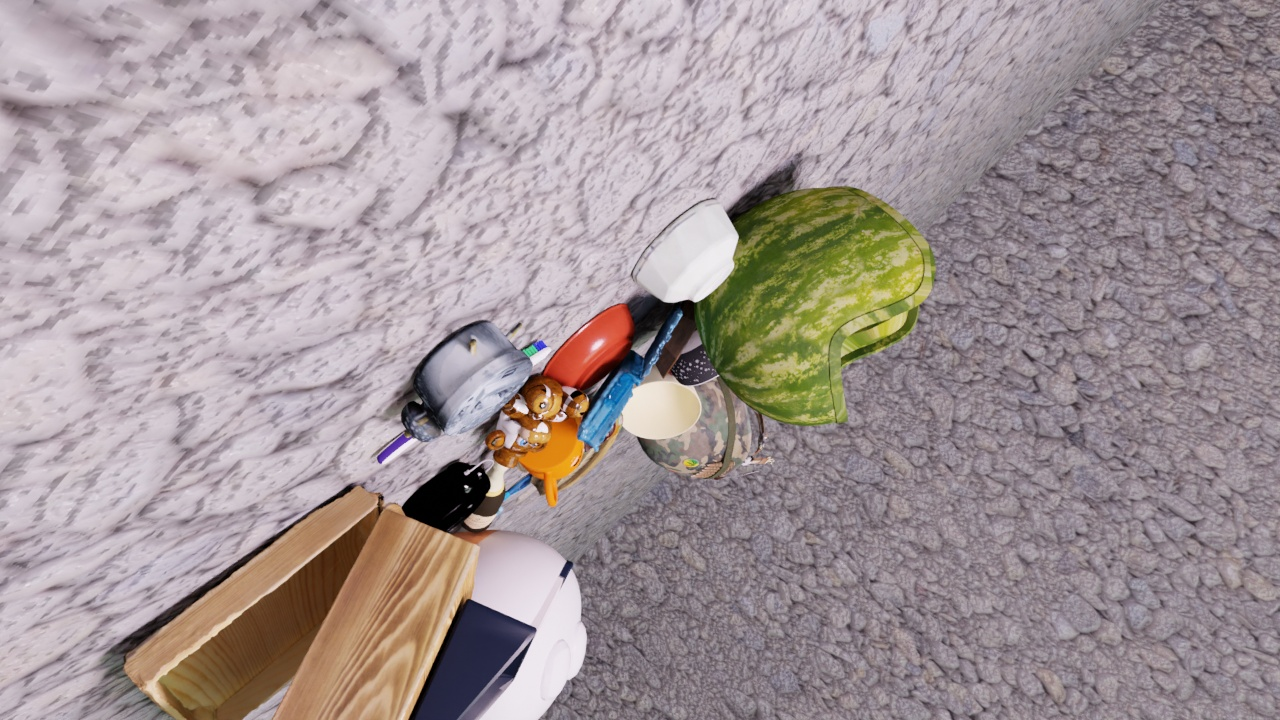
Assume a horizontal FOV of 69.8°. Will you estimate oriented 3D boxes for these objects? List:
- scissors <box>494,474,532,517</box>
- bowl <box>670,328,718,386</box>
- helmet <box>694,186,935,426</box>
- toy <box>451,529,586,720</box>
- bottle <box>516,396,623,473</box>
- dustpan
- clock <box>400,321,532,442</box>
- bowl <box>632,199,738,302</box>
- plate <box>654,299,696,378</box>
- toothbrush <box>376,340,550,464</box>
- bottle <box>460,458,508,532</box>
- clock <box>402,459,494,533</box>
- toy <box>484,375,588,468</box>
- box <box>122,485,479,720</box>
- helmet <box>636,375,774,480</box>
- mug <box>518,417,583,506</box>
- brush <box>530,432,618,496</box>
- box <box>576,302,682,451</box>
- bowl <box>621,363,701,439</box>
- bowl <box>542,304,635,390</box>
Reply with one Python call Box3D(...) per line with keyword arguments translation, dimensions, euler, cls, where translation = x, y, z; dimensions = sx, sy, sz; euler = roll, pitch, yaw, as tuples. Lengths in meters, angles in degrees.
Box3D(translation=(-0.196, 0.196, 1.312), dimensions=(0.127, 0.012, 0.137), euler=(-40, 167, -9), cls="scissors")
Box3D(translation=(0.080, -0.030, 1.230), dimensions=(0.120, 0.066, 0.120), euler=(-32, -157, 15), cls="bowl")
Box3D(translation=(0.178, -0.062, 1.011), dimensions=(0.247, 0.243, 0.213), euler=(-47, 166, 0), cls="helmet")
Box3D(translation=(-0.213, 0.347, 1.176), dimensions=(0.262, 0.281, 0.266), euler=(-7, 107, -75), cls="toy")
Box3D(translation=(-0.092, 0.095, 1.158), dimensions=(0.166, 0.059, 0.059), euler=(-27, 161, -47), cls="bottle")
Box3D(translation=(-0.151, 0.306, 0.891), dimensions=(0.237, 0.080, 0.272), euler=(113, -1, -59), cls="dustpan")
Box3D(translation=(-0.140, 0.024, 0.730), dimensions=(0.130, 0.052, 0.090), euler=(-50, 167, 31), cls="clock")
Box3D(translation=(0.054, -0.099, 0.920), dimensions=(0.117, 0.061, 0.117), euler=(-40, 169, -10), cls="bowl")
Box3D(translation=(0.051, -0.043, 1.128), dimensions=(0.131, 0.025, 0.131), euler=(-60, -178, 2), cls="plate")
Box3D(translation=(-0.155, 0.035, 0.816), dimensions=(0.186, 0.016, 0.015), euler=(-35, 167, -25), cls="toothbrush")
Box3D(translation=(-0.181, 0.152, 1.096), dimensions=(0.045, 0.045, 0.185), euler=(-35, 167, -35), cls="bottle")
Box3D(translation=(-0.207, 0.150, 1.001), dimensions=(0.120, 0.042, 0.091), euler=(-42, 169, -1), cls="clock")
Box3D(translation=(-0.114, 0.064, 0.950), dimensions=(0.087, 0.067, 0.113), euler=(9, 119, -45), cls="toy")
Box3D(translation=(-0.289, 0.263, 0.851), dimensions=(0.280, 0.221, 0.257), euler=(110, 4, -57), cls="box")
Box3D(translation=(0.104, 0.091, 1.458), dimensions=(0.236, 0.192, 0.225), euler=(-12, 146, -14), cls="helmet")
Box3D(translation=(-0.105, 0.109, 1.038), dimensions=(0.077, 0.112, 0.096), euler=(-4, 166, -1), cls="mug")
Box3D(translation=(-0.093, 0.130, 1.292), dimensions=(0.196, 0.059, 0.043), euler=(-47, 157, 30), cls="brush")
Box3D(translation=(-0.006, 0.006, 1.051), dimensions=(0.174, 0.033, 0.231), euler=(-54, -177, 5), cls="box")
Box3D(translation=(0.025, 0.046, 1.313), dimensions=(0.118, 0.118, 0.073), euler=(-50, -151, 34), cls="bowl")
Box3D(translation=(-0.048, -0.006, 0.984), dimensions=(0.122, 0.035, 0.122), euler=(-41, 169, -10), cls="bowl")
